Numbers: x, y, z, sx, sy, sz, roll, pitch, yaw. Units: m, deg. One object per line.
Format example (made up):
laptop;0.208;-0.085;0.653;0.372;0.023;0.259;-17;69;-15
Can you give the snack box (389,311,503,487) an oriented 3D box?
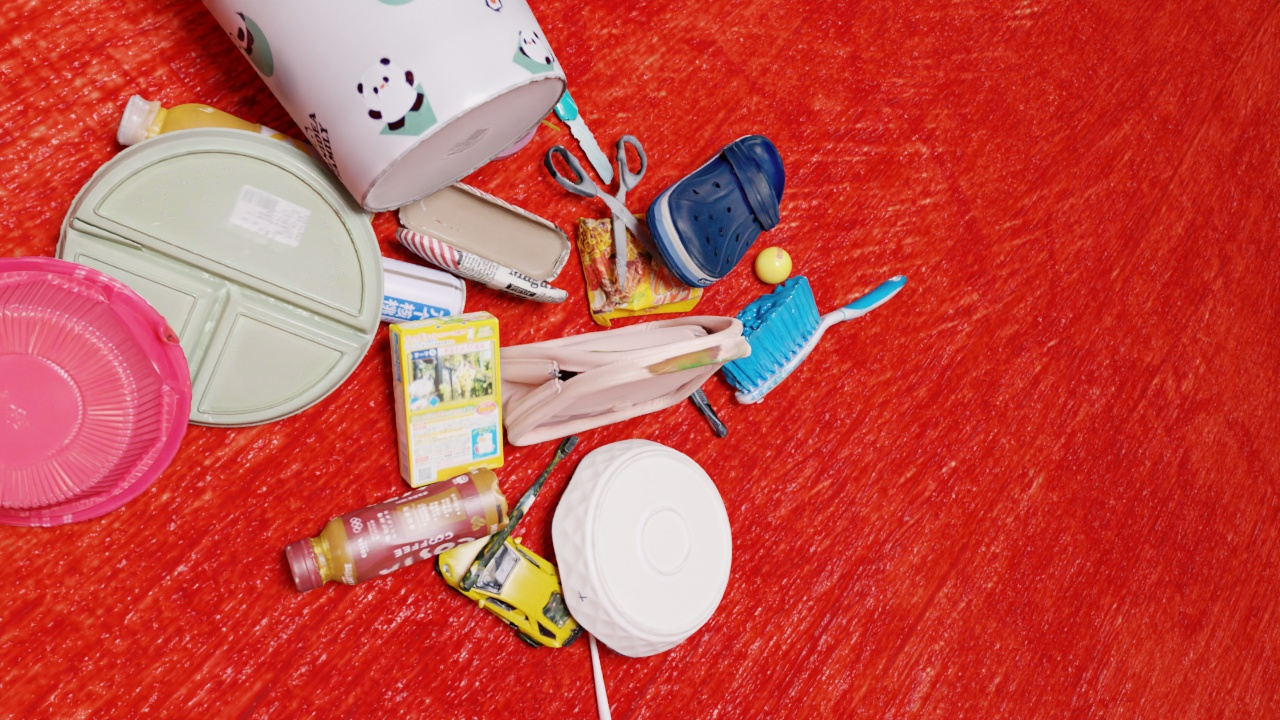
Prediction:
snack box;-0.164;0.032;0.783;0.086;0.034;0.140;-12;115;-31

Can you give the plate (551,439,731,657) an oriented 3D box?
plate;0.012;0.173;0.871;0.204;0.046;0.204;14;68;-37

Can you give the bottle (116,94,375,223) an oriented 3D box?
bottle;-0.304;-0.151;0.722;0.189;0.068;0.068;20;75;-28

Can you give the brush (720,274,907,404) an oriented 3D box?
brush;0.196;-0.052;1.028;0.313;0.061;0.109;-42;112;-30

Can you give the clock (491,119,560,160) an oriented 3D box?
clock;-0.146;-0.264;0.835;0.117;0.060;0.158;-33;100;-30

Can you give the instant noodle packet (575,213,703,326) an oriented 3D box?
instant noodle packet;0.003;-0.096;0.918;0.128;0.044;0.111;-12;94;-31

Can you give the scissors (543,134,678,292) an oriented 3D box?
scissors;-0.021;-0.149;0.889;0.181;0.014;0.159;36;59;-10

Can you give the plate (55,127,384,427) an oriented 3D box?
plate;-0.310;-0.057;0.689;0.230;0.027;0.230;-5;105;-19

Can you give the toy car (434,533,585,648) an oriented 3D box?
toy car;-0.113;0.200;0.819;0.156;0.041;0.071;40;65;-20

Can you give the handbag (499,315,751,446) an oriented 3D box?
handbag;-0.005;0.005;0.789;0.192;0.235;0.093;-12;88;-33

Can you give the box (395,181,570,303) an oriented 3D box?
box;-0.134;-0.098;0.811;0.162;0.087;0.076;22;113;-31

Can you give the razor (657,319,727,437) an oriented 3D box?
razor;0.052;0.023;0.945;0.022;0.043;0.143;-33;108;-10

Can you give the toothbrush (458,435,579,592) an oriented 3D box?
toothbrush;-0.105;0.131;0.817;0.012;0.017;0.185;47;49;-12

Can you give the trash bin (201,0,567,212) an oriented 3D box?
trash bin;-0.198;-0.265;0.685;0.229;0.230;0.252;-35;95;-29

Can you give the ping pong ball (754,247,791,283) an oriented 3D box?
ping pong ball;0.145;-0.104;1.005;0.040;0.040;0.040;4;83;-31

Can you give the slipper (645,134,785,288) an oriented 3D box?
slipper;0.098;-0.158;0.918;0.105;0.095;0.252;59;40;-15

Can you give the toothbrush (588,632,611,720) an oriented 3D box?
toothbrush;-0.036;0.308;0.870;0.016;0.016;0.180;-7;88;-37

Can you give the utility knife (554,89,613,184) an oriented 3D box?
utility knife;-0.089;-0.269;0.896;0.029;0.013;0.222;-39;103;-26

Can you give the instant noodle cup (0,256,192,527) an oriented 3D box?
instant noodle cup;-0.410;0.028;0.616;0.193;0.066;0.194;-3;100;-20

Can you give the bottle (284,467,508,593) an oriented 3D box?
bottle;-0.199;0.141;0.756;0.174;0.057;0.057;-18;94;-23

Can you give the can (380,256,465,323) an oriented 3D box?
can;-0.219;-0.060;0.773;0.134;0.053;0.053;12;79;-30
